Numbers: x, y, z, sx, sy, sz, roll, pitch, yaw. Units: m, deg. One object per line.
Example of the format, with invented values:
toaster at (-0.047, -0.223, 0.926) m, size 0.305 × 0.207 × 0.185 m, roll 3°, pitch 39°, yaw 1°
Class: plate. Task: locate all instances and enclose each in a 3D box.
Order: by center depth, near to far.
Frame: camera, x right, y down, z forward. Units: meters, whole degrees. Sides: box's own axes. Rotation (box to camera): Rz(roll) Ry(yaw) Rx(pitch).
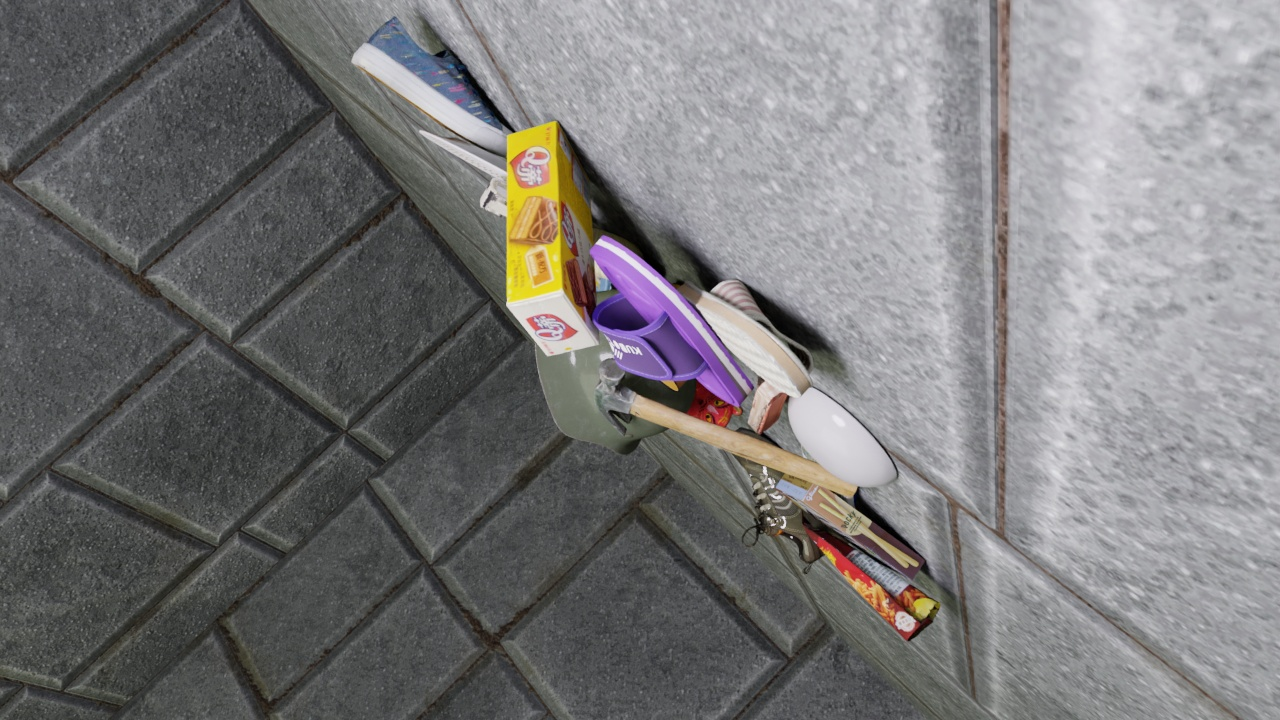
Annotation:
plate at (-0.060, -0.138, 1.137) m, size 0.184 × 0.036 × 0.184 m, roll 14°, pitch 175°, yaw 1°
plate at (-0.177, -0.248, 1.211) m, size 0.242 × 0.016 × 0.242 m, roll 28°, pitch -176°, yaw -2°

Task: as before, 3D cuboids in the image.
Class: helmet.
helmet at (-0.007, 0.007, 1.244) m, size 0.154 × 0.226 × 0.268 m, roll -6°, pitch 129°, yaw 25°

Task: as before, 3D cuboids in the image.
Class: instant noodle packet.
instant noodle packet at (0.242, 0.145, 1.183) m, size 0.087 × 0.026 × 0.134 m, roll 42°, pitch 172°, yaw 26°

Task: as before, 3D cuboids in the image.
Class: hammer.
hammer at (0.100, 0.094, 1.103) m, size 0.330 × 0.033 × 0.132 m, roll 21°, pitch 149°, yaw 5°

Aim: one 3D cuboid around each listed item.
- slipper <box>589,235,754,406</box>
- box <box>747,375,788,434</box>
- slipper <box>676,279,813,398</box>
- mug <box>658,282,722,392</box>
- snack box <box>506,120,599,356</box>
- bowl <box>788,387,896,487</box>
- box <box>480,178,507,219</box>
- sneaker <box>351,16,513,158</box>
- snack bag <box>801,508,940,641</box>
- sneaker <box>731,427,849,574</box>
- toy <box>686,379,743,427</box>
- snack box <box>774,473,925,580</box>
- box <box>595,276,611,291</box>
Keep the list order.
slipper at (0.022, -0.012, 0.969) m, size 0.107 × 0.084 × 0.266 m, roll 34°, pitch 172°, yaw 46°
box at (0.145, 0.037, 1.056) m, size 0.187 × 0.056 × 0.070 m, roll 78°, pitch 179°, yaw -73°
slipper at (0.106, -0.034, 0.917) m, size 0.115 × 0.052 × 0.263 m, roll 46°, pitch 180°, yaw -22°
mug at (0.040, -0.034, 1.094) m, size 0.100 × 0.094 × 0.124 m, roll 41°, pitch 171°, yaw 20°
snack box at (-0.094, -0.132, 0.979) m, size 0.110 × 0.062 × 0.229 m, roll 57°, pitch -156°, yaw -56°
bowl at (0.212, 0.093, 1.016) m, size 0.149 × 0.043 × 0.149 m, roll 45°, pitch 172°, yaw 7°
box at (-0.140, -0.193, 1.231) m, size 0.144 × 0.058 × 0.187 m, roll 28°, pitch -174°, yaw -18°
sneaker at (-0.239, -0.335, 1.140) m, size 0.235 × 0.079 × 0.087 m, roll 29°, pitch -176°, yaw -38°
snack bag at (0.300, 0.275, 1.223) m, size 0.208 × 0.066 × 0.139 m, roll 42°, pitch -176°, yaw 28°
sneaker at (0.197, 0.223, 1.392) m, size 0.238 × 0.143 × 0.101 m, roll 45°, pitch 173°, yaw 14°
toy at (0.100, 0.071, 1.420) m, size 0.094 × 0.088 × 0.133 m, roll 30°, pitch -173°, yaw -6°
snack box at (0.275, 0.216, 1.216) m, size 0.186 × 0.031 × 0.101 m, roll 36°, pitch 174°, yaw -9°
box at (-0.076, -0.130, 1.487) m, size 0.209 × 0.072 × 0.086 m, roll 35°, pitch 126°, yaw 53°
